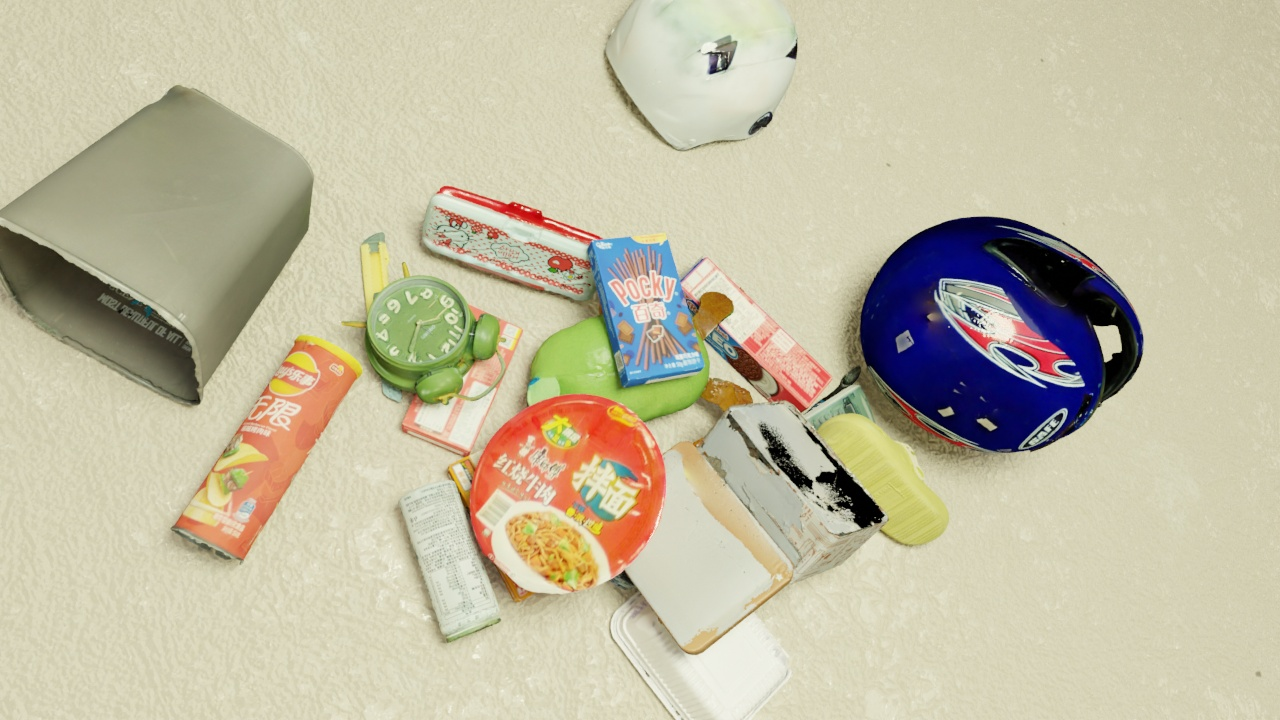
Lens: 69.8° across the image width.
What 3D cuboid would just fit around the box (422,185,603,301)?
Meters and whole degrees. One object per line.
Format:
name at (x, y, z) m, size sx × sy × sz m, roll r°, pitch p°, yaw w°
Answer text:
box at (-0.131, -0.139, 1.000) m, size 0.201 × 0.102 × 0.095 m, roll 18°, pitch 67°, yaw -11°

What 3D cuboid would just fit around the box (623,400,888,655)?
box at (0.104, 0.151, 0.918) m, size 0.271 × 0.131 × 0.179 m, roll -23°, pitch 59°, yaw -29°

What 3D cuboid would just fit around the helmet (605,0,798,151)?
helmet at (0.096, -0.402, 1.144) m, size 0.258 × 0.146 × 0.229 m, roll -25°, pitch 80°, yaw -24°

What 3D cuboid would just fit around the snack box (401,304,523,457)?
snack box at (-0.186, 0.019, 0.966) m, size 0.075 × 0.026 × 0.152 m, roll 23°, pitch 65°, yaw -7°

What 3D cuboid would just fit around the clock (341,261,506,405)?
clock at (-0.209, -0.020, 0.928) m, size 0.161 × 0.056 × 0.116 m, roll 36°, pitch 68°, yaw 8°

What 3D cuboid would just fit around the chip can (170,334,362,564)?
chip can at (-0.350, 0.080, 0.867) m, size 0.073 × 0.073 × 0.216 m, roll 29°, pitch 65°, yaw -6°

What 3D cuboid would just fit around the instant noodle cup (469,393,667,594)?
instant noodle cup at (-0.064, 0.132, 0.883) m, size 0.194 × 0.066 × 0.193 m, roll -5°, pitch 65°, yaw 11°

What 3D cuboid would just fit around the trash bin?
trash bin at (-0.435, -0.112, 0.855) m, size 0.199 × 0.199 × 0.219 m, roll 31°, pitch 57°, yaw -7°

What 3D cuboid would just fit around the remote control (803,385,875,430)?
remote control at (0.214, 0.081, 1.065) m, size 0.134 × 0.019 × 0.056 m, roll -28°, pitch 100°, yaw -25°

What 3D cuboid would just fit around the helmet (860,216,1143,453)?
helmet at (0.404, -0.012, 1.036) m, size 0.315 × 0.248 × 0.239 m, roll 29°, pitch 46°, yaw 3°

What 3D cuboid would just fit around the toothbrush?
toothbrush at (0.201, 0.063, 1.078) m, size 0.189 × 0.016 × 0.014 m, roll -38°, pitch 78°, yaw -25°

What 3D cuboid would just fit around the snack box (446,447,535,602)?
snack box at (-0.129, 0.160, 0.932) m, size 0.075 × 0.026 × 0.153 m, roll -26°, pitch 80°, yaw -24°

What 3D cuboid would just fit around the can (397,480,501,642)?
can at (-0.184, 0.192, 0.885) m, size 0.058 × 0.058 × 0.146 m, roll -17°, pitch 77°, yaw -23°

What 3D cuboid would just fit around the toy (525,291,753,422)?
toy at (-0.006, 0.006, 0.990) m, size 0.246 × 0.090 × 0.227 m, roll -6°, pitch 88°, yaw -14°

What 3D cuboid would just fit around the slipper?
slipper at (0.272, 0.129, 1.045) m, size 0.190 × 0.092 × 0.081 m, roll 45°, pitch 31°, yaw -10°

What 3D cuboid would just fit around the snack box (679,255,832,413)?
snack box at (0.124, -0.027, 1.064) m, size 0.207 × 0.057 × 0.058 m, roll 44°, pitch 66°, yaw 2°

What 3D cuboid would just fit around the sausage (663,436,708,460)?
sausage at (0.021, 0.122, 0.996) m, size 0.164 × 0.021 × 0.021 m, roll -27°, pitch 80°, yaw -24°

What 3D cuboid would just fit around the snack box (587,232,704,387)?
snack box at (0.004, -0.055, 0.947) m, size 0.084 × 0.026 × 0.157 m, roll -9°, pitch 73°, yaw -20°

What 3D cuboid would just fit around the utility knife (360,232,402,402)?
utility knife at (-0.274, -0.047, 0.973) m, size 0.031 × 0.020 × 0.195 m, roll -8°, pitch 77°, yaw -14°

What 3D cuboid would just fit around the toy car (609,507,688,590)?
toy car at (0.005, 0.185, 0.961) m, size 0.054 × 0.037 × 0.120 m, roll 42°, pitch 54°, yaw 3°

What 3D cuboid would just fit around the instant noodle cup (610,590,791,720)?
instant noodle cup at (0.070, 0.289, 0.930) m, size 0.137 × 0.060 × 0.173 m, roll -36°, pitch 83°, yaw -25°
